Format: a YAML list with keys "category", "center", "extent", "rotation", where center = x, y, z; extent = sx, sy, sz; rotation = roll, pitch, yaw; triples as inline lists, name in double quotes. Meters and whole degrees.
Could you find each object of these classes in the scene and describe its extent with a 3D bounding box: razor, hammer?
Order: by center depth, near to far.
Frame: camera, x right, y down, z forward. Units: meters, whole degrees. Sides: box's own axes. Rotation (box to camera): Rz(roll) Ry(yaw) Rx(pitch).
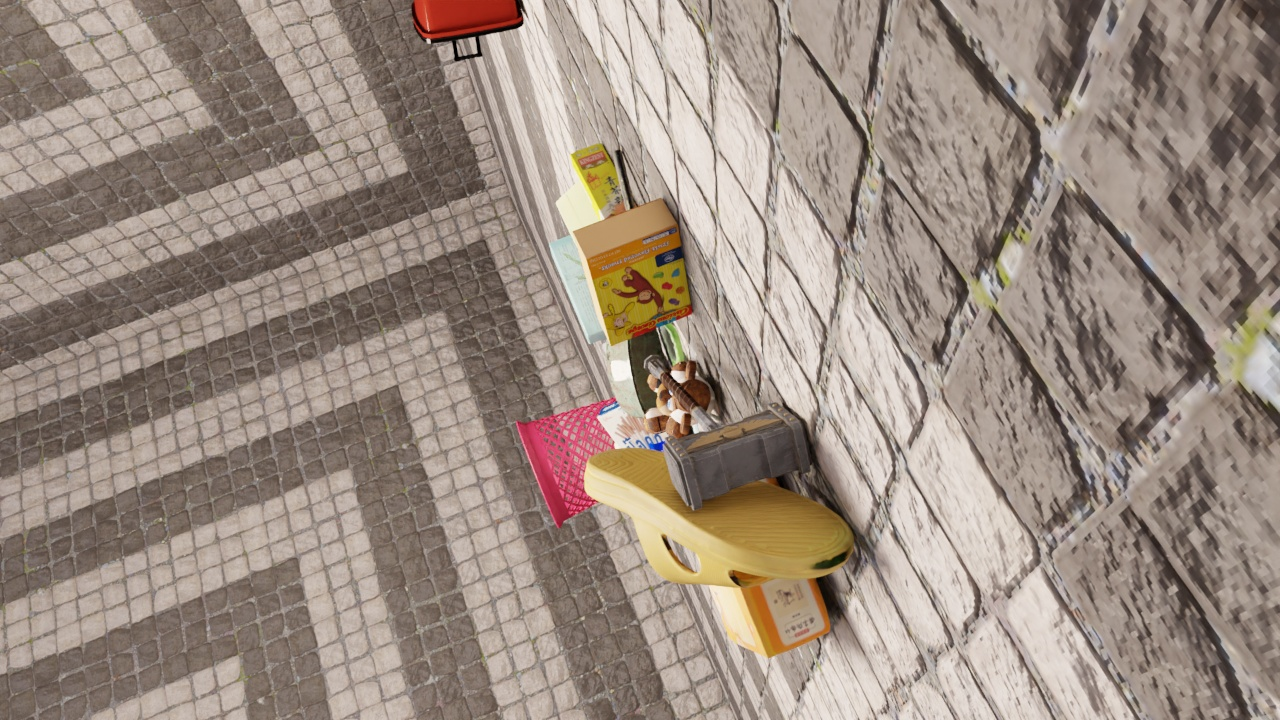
- category: "hammer"
  center: [0.044, 0.039, 0.812]
  extent: [0.322, 0.098, 0.044]
  rotation: [-131, 25, -72]
- category: "razor"
  center: [-0.013, -0.166, 0.942]
  extent: [0.026, 0.042, 0.106]
  rotation: [90, 167, -81]

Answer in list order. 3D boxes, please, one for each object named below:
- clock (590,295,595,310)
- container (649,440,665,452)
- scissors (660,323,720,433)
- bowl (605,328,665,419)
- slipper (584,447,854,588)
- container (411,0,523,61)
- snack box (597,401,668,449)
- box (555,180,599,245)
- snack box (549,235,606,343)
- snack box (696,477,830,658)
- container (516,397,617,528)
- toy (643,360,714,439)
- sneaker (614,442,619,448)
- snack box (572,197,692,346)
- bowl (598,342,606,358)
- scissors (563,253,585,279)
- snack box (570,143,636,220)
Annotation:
- category: "clock"
  center: [-0.029, -0.069, 1.322]
  extent: [0.129, 0.052, 0.090]
  rotation: [52, 163, 55]
- category: "container"
  center: [0.055, 0.151, 1.177]
  extent: [0.114, 0.058, 0.096]
  rotation: [-117, 10, -72]
- category: "scissors"
  center: [0.051, 0.038, 1.073]
  extent: [0.169, 0.023, 0.171]
  rotation: [-24, 80, 67]
- category: "bowl"
  center: [-0.007, 0.006, 1.140]
  extent: [0.157, 0.039, 0.157]
  rotation: [-9, -90, -74]
- category: "slipper"
  center: [0.046, 0.134, 0.724]
  extent: [0.264, 0.099, 0.078]
  rotation: [17, 111, 51]
- category: "container"
  center: [-0.240, -0.482, 1.263]
  extent: [0.201, 0.148, 0.127]
  rotation: [88, 163, -46]
- category: "snack box"
  center: [0.016, 0.113, 1.248]
  extent: [0.150, 0.082, 0.026]
  rotation: [56, -150, -19]
- category: "box"
  center: [-0.026, -0.132, 1.071]
  extent: [0.078, 0.089, 0.188]
  rotation: [-49, 58, 48]
- category: "snack box"
  center: [-0.081, -0.120, 1.467]
  extent: [0.053, 0.075, 0.174]
  rotation: [94, 153, -75]
- category: "snack box"
  center: [0.098, 0.164, 0.859]
  extent: [0.145, 0.080, 0.195]
  rotation: [124, 126, -77]
- category: "container"
  center: [-0.060, 0.141, 1.476]
  extent: [0.183, 0.225, 0.183]
  rotation: [157, 91, -84]
- category: "toy"
  center: [0.044, 0.041, 0.981]
  extent: [0.113, 0.067, 0.087]
  rotation: [130, 146, -80]
- category: "sneaker"
  center: [0.006, 0.089, 1.304]
  extent: [0.089, 0.102, 0.242]
  rotation: [-119, 10, -48]
- category: "snack box"
  center: [-0.005, -0.082, 0.878]
  extent: [0.126, 0.088, 0.040]
  rotation: [76, 170, -52]
- category: "bowl"
  center: [-0.009, 0.003, 1.363]
  extent: [0.110, 0.040, 0.110]
  rotation: [46, -172, -9]
- category: "scissors"
  center: [-0.029, -0.094, 1.116]
  extent: [0.125, 0.135, 0.015]
  rotation: [46, 124, 14]
- category: "snack box"
  center: [-0.035, -0.182, 1.020]
  extent: [0.029, 0.040, 0.148]
  rotation: [78, 168, -55]
